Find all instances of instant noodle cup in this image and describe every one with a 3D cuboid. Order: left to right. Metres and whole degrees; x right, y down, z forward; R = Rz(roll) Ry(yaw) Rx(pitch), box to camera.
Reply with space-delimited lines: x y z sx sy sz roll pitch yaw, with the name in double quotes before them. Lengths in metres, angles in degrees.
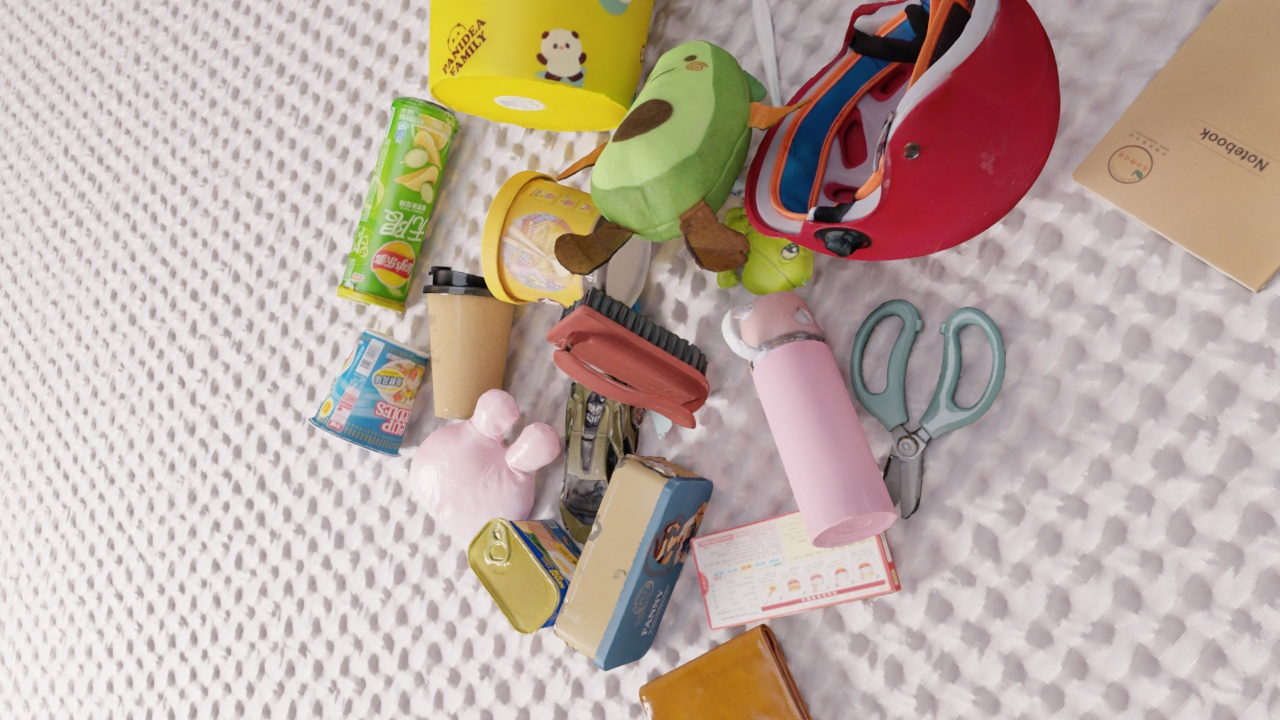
"instant noodle cup" -0.269 0.029 0.933 0.099 0.099 0.110 22 87 30
"instant noodle cup" -0.059 -0.097 0.800 0.114 0.118 0.118 15 90 20

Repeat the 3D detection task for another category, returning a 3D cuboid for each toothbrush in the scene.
"toothbrush" 0.117 -0.242 0.800 0.016 0.016 0.180 -14 74 24

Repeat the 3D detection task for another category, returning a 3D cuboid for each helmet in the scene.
"helmet" 0.196 -0.157 0.663 0.241 0.144 0.206 -34 35 57

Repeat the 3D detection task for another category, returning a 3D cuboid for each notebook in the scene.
"notebook" 0.425 -0.169 0.620 0.148 0.008 0.208 44 104 27

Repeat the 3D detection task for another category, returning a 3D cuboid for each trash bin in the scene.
"trash bin" -0.083 -0.352 0.817 0.230 0.229 0.255 7 92 30

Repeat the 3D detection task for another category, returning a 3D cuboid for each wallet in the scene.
"wallet" 0.071 0.293 0.734 0.131 0.035 0.119 -34 68 22

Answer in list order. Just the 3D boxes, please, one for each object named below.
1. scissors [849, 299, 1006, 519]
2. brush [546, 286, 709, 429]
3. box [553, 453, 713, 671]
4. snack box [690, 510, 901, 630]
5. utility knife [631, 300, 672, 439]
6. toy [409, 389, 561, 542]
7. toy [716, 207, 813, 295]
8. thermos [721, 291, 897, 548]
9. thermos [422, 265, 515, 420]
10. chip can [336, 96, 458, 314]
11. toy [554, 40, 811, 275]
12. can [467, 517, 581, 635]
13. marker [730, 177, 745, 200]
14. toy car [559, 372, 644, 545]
"scissors" 0.200 0.036 0.711 0.144 0.019 0.180 23 95 29
"brush" -0.005 0.004 0.763 0.063 0.145 0.069 -31 37 50
"box" -0.007 0.171 0.766 0.061 0.089 0.184 21 96 29
"snack box" 0.120 0.161 0.731 0.156 0.027 0.077 -20 73 25
"utility knife" -0.011 -0.031 0.835 0.034 0.018 0.218 -26 70 21
"toy" -0.142 0.100 0.851 0.121 0.054 0.160 41 114 -6
"toy" 0.103 -0.089 0.773 0.100 0.031 0.097 49 120 26
"thermos" 0.122 0.039 0.700 0.067 0.087 0.198 -47 50 45
"thermos" -0.165 -0.016 0.884 0.093 0.093 0.143 5 92 29
"chip can" -0.252 -0.163 0.959 0.073 0.072 0.221 18 92 30
"toy" 0.026 -0.164 0.721 0.227 0.090 0.246 -5 50 27
"can" -0.090 0.187 0.811 0.057 0.083 0.102 -50 63 13
"marker" 0.116 -0.131 0.782 0.146 0.017 0.017 34 99 28
"toy car" -0.037 0.090 0.822 0.070 0.042 0.158 0 85 30
